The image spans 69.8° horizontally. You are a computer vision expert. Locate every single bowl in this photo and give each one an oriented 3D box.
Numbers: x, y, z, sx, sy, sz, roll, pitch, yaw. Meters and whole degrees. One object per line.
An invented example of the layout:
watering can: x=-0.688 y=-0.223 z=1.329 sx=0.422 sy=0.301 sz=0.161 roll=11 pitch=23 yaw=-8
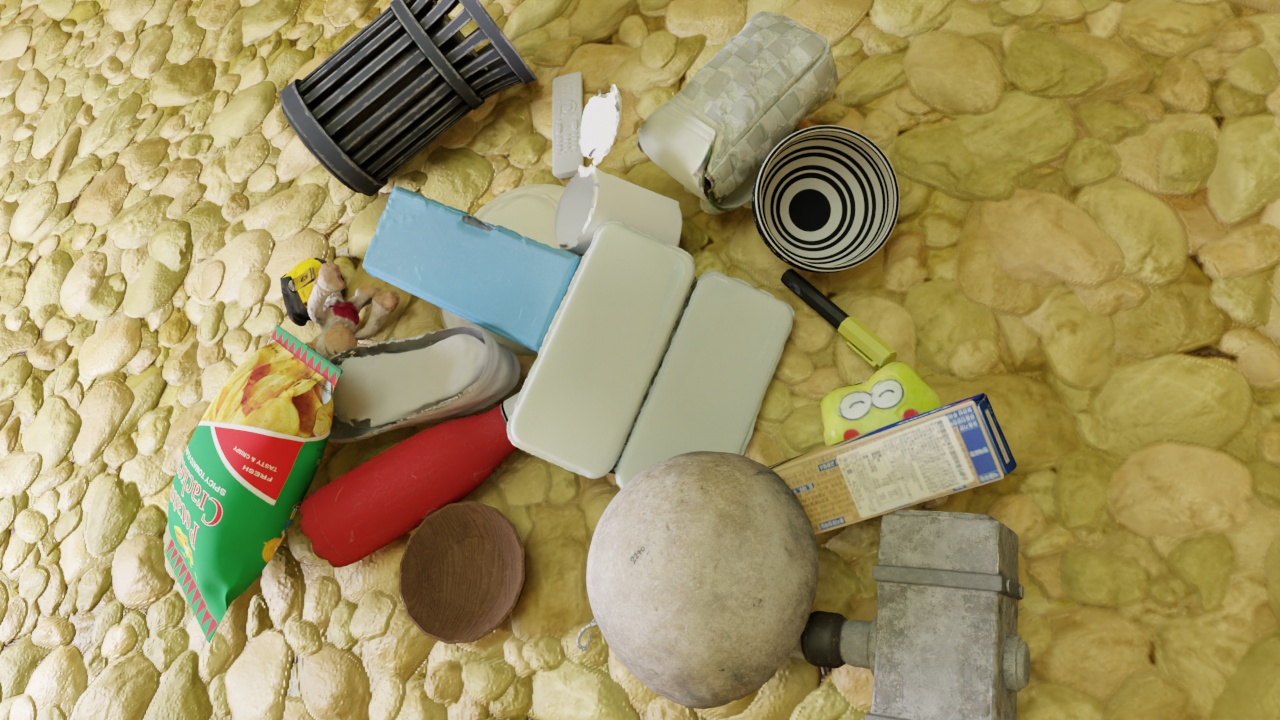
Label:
bowl: x=-0.112 y=-0.102 z=0.882 sx=0.219 sy=0.060 sz=0.188 roll=-32 pitch=59 yaw=6
bowl: x=0.151 y=-0.132 z=0.780 sx=0.120 sy=0.066 sz=0.120 roll=0 pitch=90 yaw=-4
bowl: x=-0.145 y=0.179 z=0.776 sx=0.118 sy=0.030 sz=0.117 roll=-6 pitch=70 yaw=16
bowl: x=0.025 y=0.139 z=0.630 sx=0.179 sy=0.081 sz=0.178 roll=-16 pitch=60 yaw=31

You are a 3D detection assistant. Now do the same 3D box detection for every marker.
marker: x=0.162 y=-0.036 z=0.766 sx=0.021 sy=0.017 sz=0.124 roll=-42 pitch=57 yaw=-2

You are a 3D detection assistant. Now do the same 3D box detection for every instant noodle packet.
instant noodle packet: x=-0.365 y=0.100 z=0.849 sx=0.196 sy=0.090 sz=0.252 roll=22 pitch=85 yaw=51

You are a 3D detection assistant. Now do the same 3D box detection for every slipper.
slipper: x=-0.220 y=0.021 z=0.857 sx=0.247 sy=0.074 sz=0.112 roll=-13 pitch=55 yaw=27

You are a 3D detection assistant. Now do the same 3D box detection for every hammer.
hammer: x=0.098 y=0.192 z=0.648 sx=0.327 sy=0.079 sz=0.176 roll=-2 pitch=73 yaw=31

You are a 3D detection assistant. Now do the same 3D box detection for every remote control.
remote control: x=-0.075 y=-0.248 z=0.963 sx=0.033 sy=0.012 sz=0.130 roll=-10 pitch=63 yaw=15

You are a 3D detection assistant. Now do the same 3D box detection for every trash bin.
trash bin: x=-0.250 y=-0.296 z=0.974 sx=0.227 sy=0.164 sz=0.164 roll=-37 pitch=58 yaw=6

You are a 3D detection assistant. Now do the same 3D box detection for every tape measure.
tape measure: x=-0.350 y=-0.079 z=0.979 sx=0.064 sy=0.037 sz=0.065 roll=-28 pitch=59 yaw=8

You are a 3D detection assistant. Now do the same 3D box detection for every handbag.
handbag: x=0.098 y=-0.214 z=0.818 sx=0.171 sy=0.123 sz=0.112 roll=-46 pitch=50 yaw=1

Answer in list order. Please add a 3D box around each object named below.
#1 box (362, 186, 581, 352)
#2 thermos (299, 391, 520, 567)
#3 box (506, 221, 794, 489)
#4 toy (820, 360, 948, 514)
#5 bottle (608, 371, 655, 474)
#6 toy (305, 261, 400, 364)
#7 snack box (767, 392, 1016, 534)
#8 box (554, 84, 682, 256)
box: x=-0.150 y=-0.083 z=0.836 sx=0.232 sy=0.052 sz=0.093 roll=23 pitch=92 yaw=29
thermos: x=-0.183 y=0.097 z=0.808 sx=0.240 sy=0.073 sz=0.073 roll=-30 pitch=59 yaw=6
box: x=0.012 y=0.009 z=0.745 sx=0.189 sy=0.037 sz=0.208 roll=25 pitch=77 yaw=1
toy: x=0.190 y=0.062 z=0.694 sx=0.092 sy=0.046 sz=0.115 roll=-25 pitch=68 yaw=11
bottle: x=-0.005 y=0.005 z=0.789 sx=0.059 sy=0.059 sz=0.181 roll=19 pitch=74 yaw=28
toy: x=-0.306 y=-0.038 z=0.921 sx=0.074 sy=0.085 sz=0.106 roll=18 pitch=83 yaw=50
snack box: x=0.154 y=0.084 z=0.655 sx=0.207 sy=0.057 sz=0.056 roll=-23 pitch=82 yaw=28
box: x=-0.009 y=-0.156 z=0.818 sx=0.080 sy=0.106 sz=0.150 roll=26 pitch=101 yaw=58
